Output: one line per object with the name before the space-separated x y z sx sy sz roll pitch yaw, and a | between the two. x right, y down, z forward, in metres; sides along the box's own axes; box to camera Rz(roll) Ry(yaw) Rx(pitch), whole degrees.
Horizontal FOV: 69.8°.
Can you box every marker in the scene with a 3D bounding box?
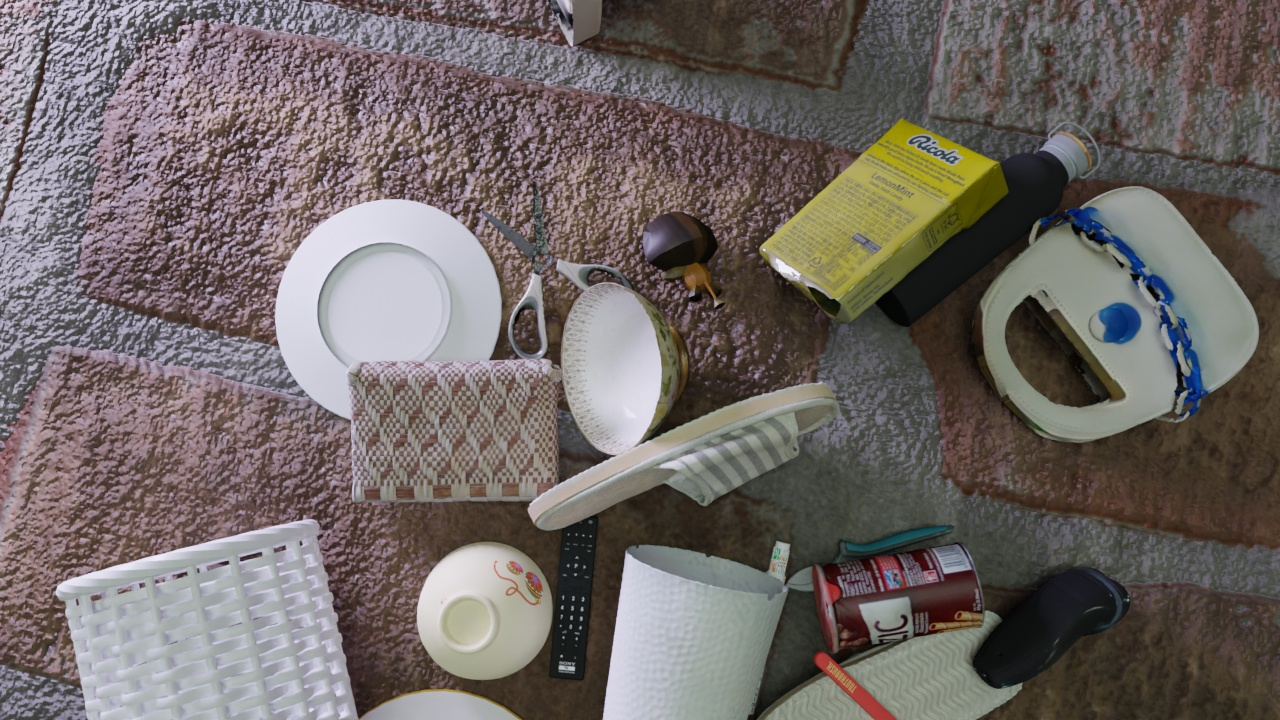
marker | 0.106 0.227 0.785 0.017 0.017 0.145 14 85 4

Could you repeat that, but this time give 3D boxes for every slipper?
slipper | 0.038 0.089 0.760 0.272 0.114 0.054 -20 65 0
slipper | 0.196 0.294 0.758 0.262 0.052 0.115 -26 87 -11

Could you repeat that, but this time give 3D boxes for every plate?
plate | -0.230 -0.046 0.832 0.208 0.015 0.208 0 83 2
plate | -0.173 0.398 0.775 0.230 0.021 0.229 0 83 2

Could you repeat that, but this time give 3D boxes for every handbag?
handbag | 0.385 -0.030 0.770 0.199 0.093 0.200 -39 84 4
handbag | -0.160 0.061 0.800 0.186 0.047 0.124 0 92 1

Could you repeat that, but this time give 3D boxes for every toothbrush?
toothbrush | 0.218 0.305 0.723 0.212 0.018 0.012 43 77 -1

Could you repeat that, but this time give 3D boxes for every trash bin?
trash bin | 0.035 0.244 0.735 0.133 0.133 0.161 13 89 4

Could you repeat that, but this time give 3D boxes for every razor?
razor | 0.333 0.222 0.749 0.140 0.053 0.064 -32 121 -12

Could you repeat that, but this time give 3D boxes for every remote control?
remote control | -0.058 0.205 0.798 0.030 0.009 0.140 5 84 3

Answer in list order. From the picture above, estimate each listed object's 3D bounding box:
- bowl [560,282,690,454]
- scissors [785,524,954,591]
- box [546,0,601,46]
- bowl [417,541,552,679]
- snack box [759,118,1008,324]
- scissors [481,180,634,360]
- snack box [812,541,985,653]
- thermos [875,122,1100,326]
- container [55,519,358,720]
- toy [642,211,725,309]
bowl | -0.004 0.005 0.777 0.063 0.146 0.145 -6 81 -37
scissors | 0.199 0.166 0.788 0.136 0.019 0.139 24 87 7
box | -0.046 -0.384 0.782 0.099 0.184 0.143 -27 87 -7
bowl | -0.137 0.214 0.768 0.118 0.074 0.118 0 83 2
snack box | 0.200 -0.117 0.778 0.181 0.045 0.121 -41 42 -1
scissors | -0.080 -0.076 0.829 0.157 0.012 0.171 14 85 2
snack box | 0.206 0.191 0.741 0.121 0.072 0.072 -9 83 2
thermos | 0.301 -0.123 0.794 0.231 0.061 0.061 -38 83 -2
container | -0.329 0.239 0.717 0.189 0.189 0.186 -15 84 1
toy | 0.044 -0.084 0.802 0.076 0.063 0.100 -13 64 -35
